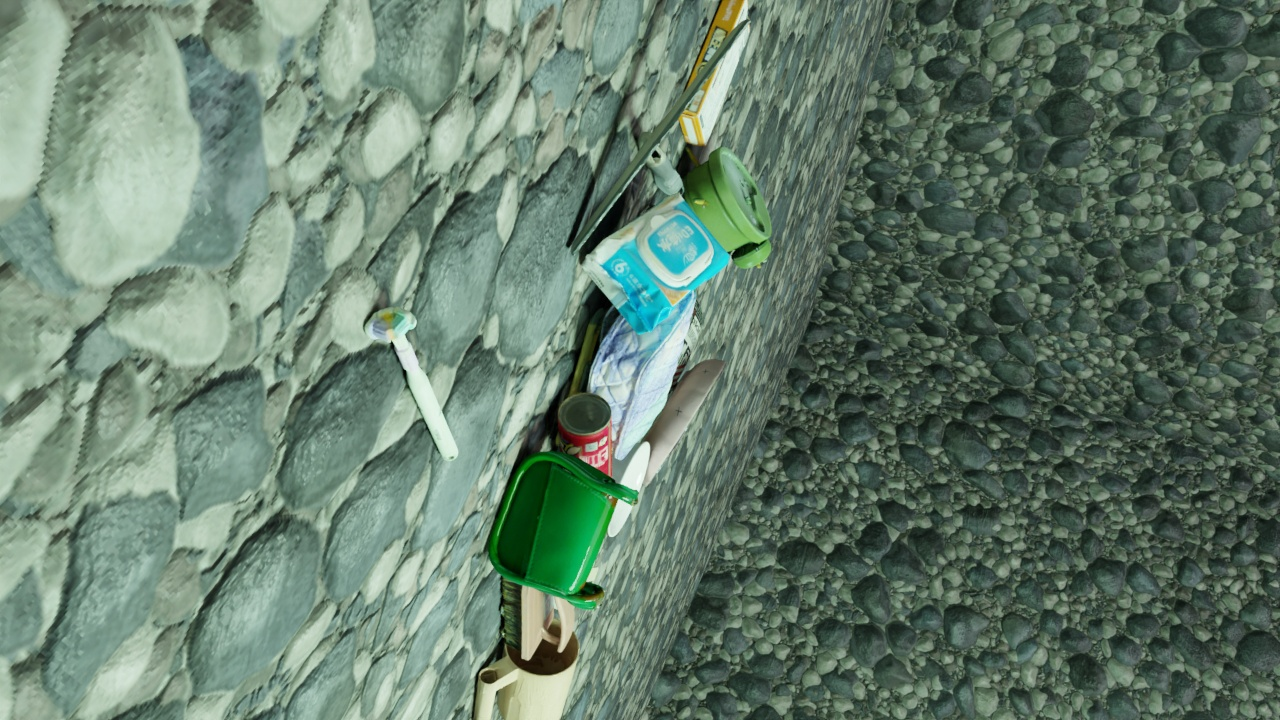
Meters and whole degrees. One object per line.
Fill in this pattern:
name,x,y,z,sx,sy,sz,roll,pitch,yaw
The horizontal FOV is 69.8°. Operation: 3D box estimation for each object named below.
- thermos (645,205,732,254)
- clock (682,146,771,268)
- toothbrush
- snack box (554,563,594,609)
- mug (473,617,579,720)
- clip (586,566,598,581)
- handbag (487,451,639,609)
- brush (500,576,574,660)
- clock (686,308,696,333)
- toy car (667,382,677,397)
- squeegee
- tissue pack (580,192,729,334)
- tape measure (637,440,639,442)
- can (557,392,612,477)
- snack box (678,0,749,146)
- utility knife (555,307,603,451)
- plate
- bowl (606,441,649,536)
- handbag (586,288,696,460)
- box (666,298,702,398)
thermos,0.053,-0.143,1.061,0.242,0.068,0.090,-37,122,-66
clock,0.107,-0.172,1.060,0.161,0.056,0.116,40,35,-41
toothbrush,-0.143,0.024,0.604,0.190,0.029,0.020,89,-16,-60
snack box,-0.071,0.235,1.174,0.084,0.027,0.157,2,107,-77
mug,-0.132,0.360,1.023,0.124,0.084,0.104,-21,135,-41
clip,-0.098,0.243,1.062,0.097,0.060,0.034,-2,110,-64
handbag,-0.072,0.157,0.860,0.131,0.120,0.068,-68,161,-2
brush,-0.105,0.249,0.960,0.063,0.073,0.146,-55,158,-47
clock,0.025,-0.046,1.061,0.081,0.055,0.122,-52,170,-29
toy car,0.023,0.041,1.253,0.091,0.036,0.043,-57,165,-21
squeegee,0.018,-0.196,0.895,0.246,0.039,0.246,-53,174,4
tissue pack,0.017,-0.092,0.853,0.139,0.090,0.063,-42,-177,-42
tape measure,-0.014,0.090,1.191,0.057,0.029,0.059,90,24,-57
can,-0.056,0.095,0.935,0.133,0.053,0.053,92,22,-47
snack box,0.082,-0.318,1.002,0.075,0.026,0.153,51,59,-74
utility knife,-0.067,0.031,0.939,0.030,0.019,0.178,-15,129,-67
plate,0.043,0.073,1.188,0.192,0.039,0.192,-57,178,-4
bowl,-0.040,0.140,1.078,0.118,0.065,0.118,21,89,-77
handbag,-0.006,0.006,0.958,0.133,0.075,0.194,-52,167,-36
box,0.019,-0.019,1.160,0.163,0.077,0.075,-62,145,-23
